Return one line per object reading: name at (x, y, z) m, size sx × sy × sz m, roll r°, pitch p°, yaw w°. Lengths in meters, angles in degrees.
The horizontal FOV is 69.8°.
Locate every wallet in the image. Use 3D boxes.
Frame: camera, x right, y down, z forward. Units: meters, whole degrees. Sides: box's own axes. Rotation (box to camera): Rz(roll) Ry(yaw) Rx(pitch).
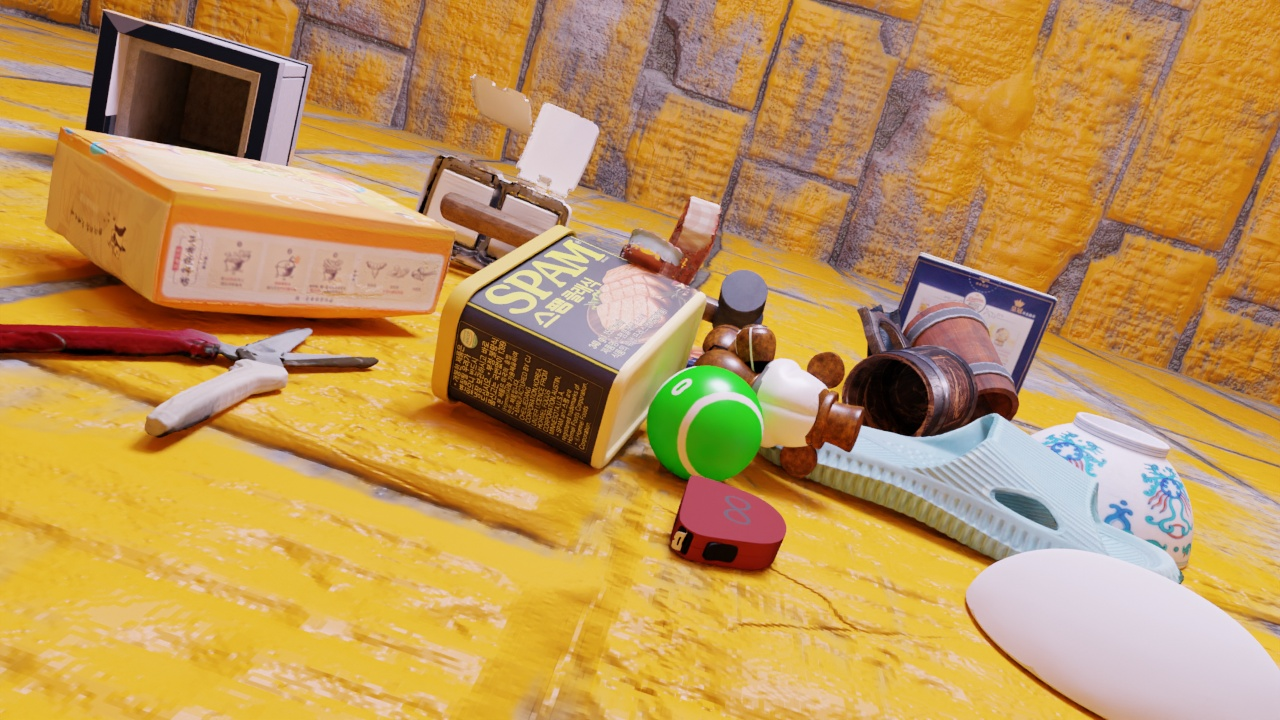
wallet at (0.241, -0.007, 0.908) m, size 0.026 × 0.089 × 0.114 m, roll 3°, pitch 9°, yaw 22°

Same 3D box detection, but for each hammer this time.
hammer at (-0.040, -0.088, 0.847) m, size 0.322 × 0.040 × 0.129 m, roll 22°, pitch -19°, yaw 9°

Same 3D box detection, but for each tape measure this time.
tape measure at (0.042, 0.081, 0.435) m, size 0.051 × 0.019 × 0.058 m, roll 20°, pitch 20°, yaw 4°

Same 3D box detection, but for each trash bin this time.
trash bin at (-0.429, -0.246, 0.914) m, size 0.142 × 0.142 × 0.247 m, roll 13°, pitch 14°, yaw -17°

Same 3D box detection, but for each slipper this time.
slipper at (0.203, 0.071, 0.579) m, size 0.276 × 0.069 × 0.115 m, roll 20°, pitch 16°, yaw 15°

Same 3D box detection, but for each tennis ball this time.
tennis ball at (0.036, 0.035, 0.511) m, size 0.065 × 0.065 × 0.065 m, roll 16°, pitch 13°, yaw -4°

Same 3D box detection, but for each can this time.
can at (-0.036, -0.011, 0.528) m, size 0.104 × 0.075 × 0.134 m, roll 25°, pitch 33°, yaw 14°

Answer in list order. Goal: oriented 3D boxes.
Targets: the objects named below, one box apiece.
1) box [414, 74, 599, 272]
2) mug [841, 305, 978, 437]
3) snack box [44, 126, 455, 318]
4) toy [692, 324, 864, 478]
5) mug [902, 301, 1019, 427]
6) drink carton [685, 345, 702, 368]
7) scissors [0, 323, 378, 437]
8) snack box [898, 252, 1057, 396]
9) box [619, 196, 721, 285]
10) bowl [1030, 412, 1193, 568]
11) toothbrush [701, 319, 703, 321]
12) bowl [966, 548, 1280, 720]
box at (-0.131, -0.174, 0.913) m, size 0.143 × 0.180 × 0.080 m, roll 24°, pitch 12°, yaw -2°
mug at (0.215, 0.012, 0.751) m, size 0.080 × 0.115 × 0.107 m, roll -22°, pitch -10°, yaw 34°
snack box at (-0.244, -0.078, 0.587) m, size 0.145 × 0.081 × 0.194 m, roll 26°, pitch 16°, yaw 33°
toy at (0.079, 0.025, 0.559) m, size 0.113 × 0.087 × 0.067 m, roll 18°, pitch 3°, yaw 20°
mug at (0.314, 0.019, 0.878) m, size 0.117 × 0.082 × 0.111 m, roll 38°, pitch 28°, yaw -35°
drink carton at (-0.004, 0.004, 0.650) m, size 0.130 × 0.040 × 0.064 m, roll 14°, pitch 13°, yaw -12°
scissors at (-0.211, 0.002, 0.445) m, size 0.198 × 0.015 × 0.179 m, roll 10°, pitch 14°, yaw -32°
snack box at (0.334, -0.021, 0.952) m, size 0.144 × 0.145 × 0.042 m, roll 24°, pitch 14°, yaw 24°
box at (0.009, -0.060, 0.639) m, size 0.067 × 0.056 × 0.187 m, roll -1°, pitch -14°, yaw -10°
bowl at (0.343, 0.085, 0.680) m, size 0.144 × 0.074 × 0.144 m, roll 16°, pitch 13°, yaw -4°
toothbrush at (0.021, -0.043, 0.934) m, size 0.016 × 0.016 × 0.180 m, roll 21°, pitch 14°, yaw 29°
bowl at (0.237, 0.127, 0.439) m, size 0.149 × 0.043 × 0.149 m, roll 16°, pitch 13°, yaw -4°
